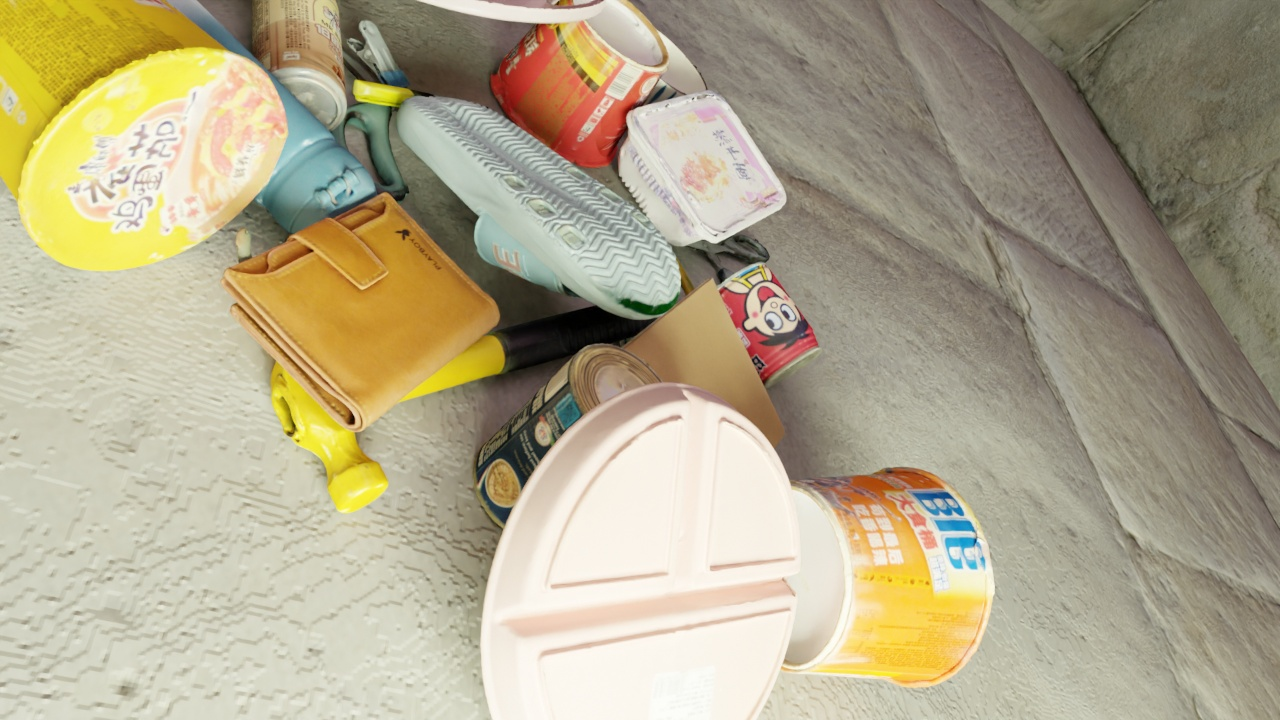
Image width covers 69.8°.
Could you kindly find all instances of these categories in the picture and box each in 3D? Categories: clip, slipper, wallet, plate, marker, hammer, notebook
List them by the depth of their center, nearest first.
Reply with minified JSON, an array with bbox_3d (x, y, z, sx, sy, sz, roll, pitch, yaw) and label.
[{"bbox_3d":[0.017,0.127,0.490,0.229,0.028,0.229,-4,96,-45],"label":"plate"},{"bbox_3d":[-0.156,-0.036,0.515,0.119,0.035,0.130,49,39,-6],"label":"wallet"},{"bbox_3d":[-0.094,-0.005,0.592,0.299,0.033,0.128,-18,70,-48],"label":"hammer"},{"bbox_3d":[-0.082,-0.102,0.648,0.245,0.074,0.103,40,33,15],"label":"slipper"},{"bbox_3d":[0.043,0.038,0.684,0.149,0.012,0.210,63,35,-10],"label":"notebook"},{"bbox_3d":[-0.198,-0.226,0.692,0.056,0.027,0.024,54,35,-1],"label":"clip"},{"bbox_3d":[-0.162,-0.195,0.695,0.018,0.015,0.123,26,20,35],"label":"marker"}]

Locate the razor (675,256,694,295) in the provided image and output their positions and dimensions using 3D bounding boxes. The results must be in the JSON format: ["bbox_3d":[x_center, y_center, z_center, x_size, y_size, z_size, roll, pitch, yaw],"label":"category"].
[{"bbox_3d":[0.025,-0.074,0.794,0.043,0.028,0.132,-14,65,-47],"label":"razor"}]

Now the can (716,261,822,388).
[{"bbox_3d":[0.107,-0.030,0.800,0.066,0.067,0.093,-18,71,-51],"label":"can"}]

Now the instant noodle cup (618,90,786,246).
[{"bbox_3d":[0.050,-0.173,0.855,0.138,0.061,0.173,56,37,0],"label":"instant noodle cup"}]

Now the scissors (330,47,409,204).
[{"bbox_3d":[-0.176,-0.163,0.678,0.170,0.019,0.180,42,37,-9],"label":"scissors"}]

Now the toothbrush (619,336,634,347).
[{"bbox_3d":[-0.004,0.004,0.697,0.016,0.018,0.191,19,45,-35],"label":"toothbrush"}]

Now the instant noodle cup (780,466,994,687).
[{"bbox_3d":[0.137,0.143,0.612,0.111,0.152,0.151,7,51,-31],"label":"instant noodle cup"}]

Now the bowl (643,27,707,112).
[{"bbox_3d":[0.004,-0.283,0.927,0.116,0.066,0.116,31,34,-25],"label":"bowl"}]

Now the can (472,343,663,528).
[{"bbox_3d":[-0.039,0.049,0.540,0.075,0.111,0.075,27,41,-26],"label":"can"}]

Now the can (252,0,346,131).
[{"bbox_3d":[-0.234,-0.211,0.628,0.058,0.059,0.116,13,49,-38],"label":"can"}]

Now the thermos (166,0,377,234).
[{"bbox_3d":[-0.254,-0.159,0.554,0.220,0.070,0.070,45,36,-2],"label":"thermos"}]

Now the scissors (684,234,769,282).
[{"bbox_3d":[0.067,-0.109,0.878,0.181,0.014,0.159,51,37,8],"label":"scissors"}]

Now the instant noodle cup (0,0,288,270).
[{"bbox_3d":[-0.271,-0.131,0.464,0.110,0.138,0.137,45,35,11],"label":"instant noodle cup"}]

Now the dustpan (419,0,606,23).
[{"bbox_3d":[-0.173,-0.313,0.713,0.221,0.274,0.139,-66,146,-53],"label":"dustpan"}]

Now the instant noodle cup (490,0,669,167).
[{"bbox_3d":[-0.046,-0.259,0.821,0.138,0.109,0.137,27,41,-26],"label":"instant noodle cup"}]
